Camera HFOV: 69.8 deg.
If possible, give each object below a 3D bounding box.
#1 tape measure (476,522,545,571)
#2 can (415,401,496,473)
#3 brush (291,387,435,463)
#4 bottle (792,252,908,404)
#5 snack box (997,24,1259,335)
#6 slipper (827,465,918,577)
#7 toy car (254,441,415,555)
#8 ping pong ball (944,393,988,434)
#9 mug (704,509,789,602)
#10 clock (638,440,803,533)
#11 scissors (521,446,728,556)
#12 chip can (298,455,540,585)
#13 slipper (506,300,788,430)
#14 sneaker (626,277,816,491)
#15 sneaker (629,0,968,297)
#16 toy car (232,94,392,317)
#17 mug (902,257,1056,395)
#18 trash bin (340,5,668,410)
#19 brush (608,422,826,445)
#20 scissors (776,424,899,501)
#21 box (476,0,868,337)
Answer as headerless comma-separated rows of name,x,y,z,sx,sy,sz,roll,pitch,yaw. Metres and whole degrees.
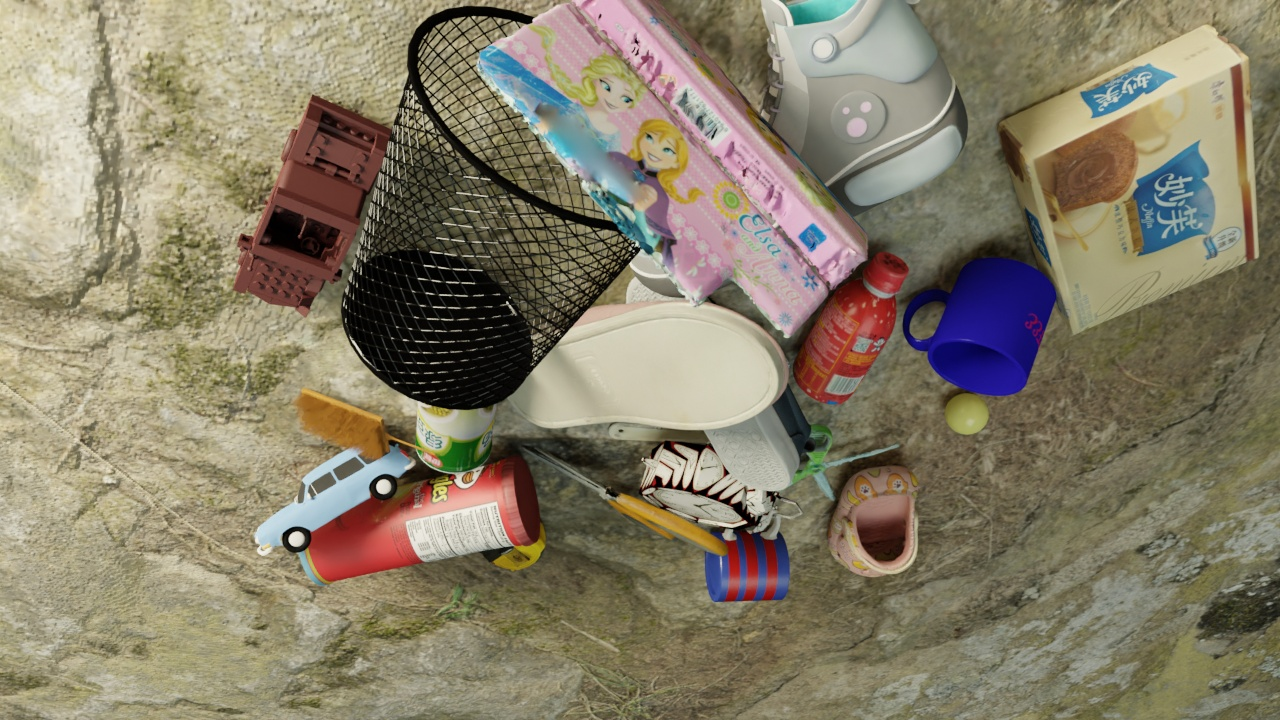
tape measure,-0.132,0.193,0.963,0.066,0.037,0.064,-32,130,21
can,-0.155,0.035,0.782,0.067,0.067,0.121,4,134,-13
brush,-0.239,0.063,0.790,0.126,0.017,0.048,18,136,15
bottle,0.180,-0.029,0.772,0.062,0.061,0.138,9,133,-17
snack box,0.381,-0.128,0.708,0.153,0.055,0.207,-25,133,16
slipper,0.253,0.188,0.980,0.093,0.081,0.197,-9,140,3
toy car,-0.277,0.119,0.821,0.153,0.056,0.055,-31,101,-18
ping pong ball,0.315,0.052,0.888,0.040,0.040,0.040,-4,135,-4
mug,0.117,0.208,1.000,0.076,0.075,0.112,0,108,-9
clock,0.081,0.117,0.874,0.155,0.065,0.115,13,158,11
scissors,-0.011,0.139,0.895,0.176,0.016,0.225,9,157,50
chip can,-0.210,0.155,0.881,0.213,0.087,0.087,-13,135,6
slipper,-0.004,0.004,0.729,0.275,0.054,0.114,-5,118,38
sneaker,0.078,0.007,0.780,0.089,0.087,0.235,-10,122,44
sneaker,0.080,-0.155,0.624,0.257,0.092,0.160,-25,124,17
toy car,-0.235,-0.095,0.645,0.070,0.061,0.170,21,128,-26
mug,0.275,-0.030,0.762,0.111,0.083,0.079,14,154,33
trash bin,-0.096,-0.084,0.604,0.184,0.183,0.211,17,135,-24
brush,0.076,0.073,0.895,0.217,0.012,0.033,4,134,-11
scissors,0.177,0.108,0.932,0.173,0.021,0.171,-21,141,9
box,0.035,-0.124,0.526,0.230,0.160,0.062,47,132,-3
